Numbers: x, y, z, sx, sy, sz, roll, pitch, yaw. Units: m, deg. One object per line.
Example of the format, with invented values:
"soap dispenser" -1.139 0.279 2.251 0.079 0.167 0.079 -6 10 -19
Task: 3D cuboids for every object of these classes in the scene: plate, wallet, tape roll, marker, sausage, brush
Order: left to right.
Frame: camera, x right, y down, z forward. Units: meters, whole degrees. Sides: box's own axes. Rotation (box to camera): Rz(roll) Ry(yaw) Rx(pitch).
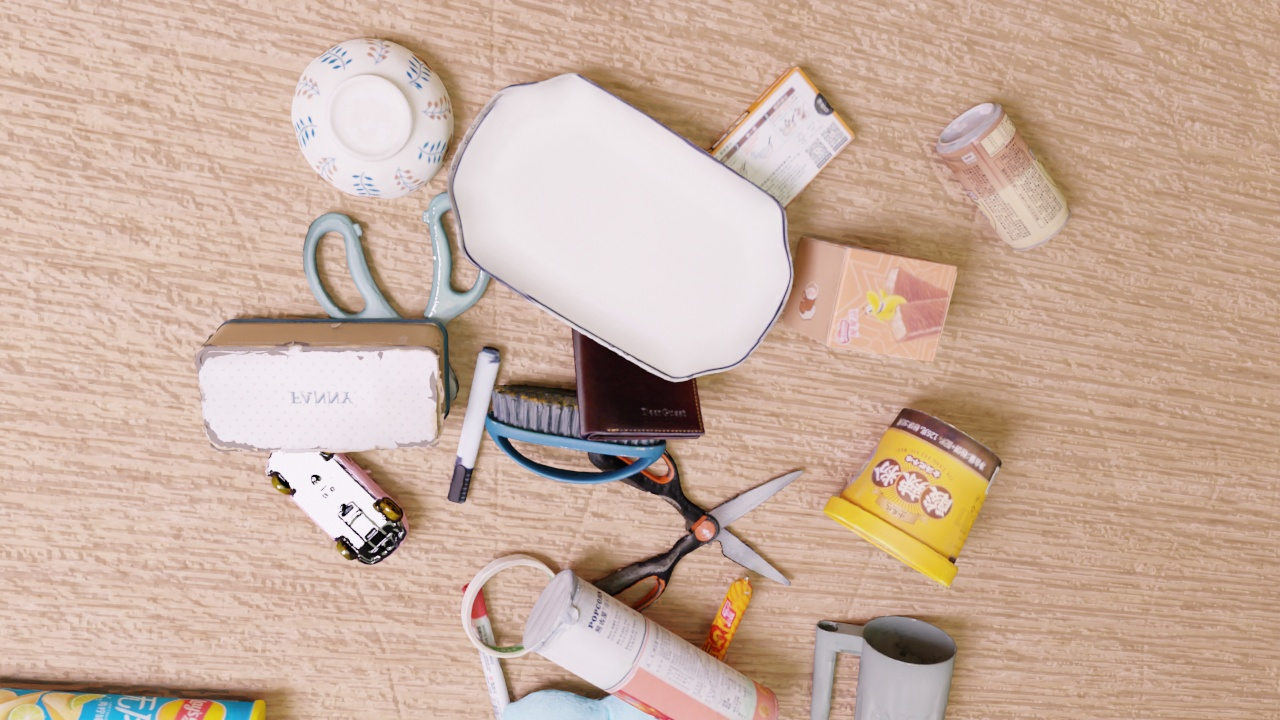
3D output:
"marker" -0.133 0.052 0.729 0.018 0.022 0.131 14 101 -5
"marker" -0.128 0.256 0.781 0.017 0.017 0.145 -13 106 -9
"tape roll" -0.106 0.205 0.764 0.085 0.014 0.086 -5 101 -27
"brush" -0.051 0.061 0.723 0.144 0.055 0.073 9 101 -4
"plate" -0.013 -0.097 0.688 0.265 0.034 0.162 30 94 -7
"wallet" -0.004 0.004 0.708 0.096 0.020 0.122 0 63 -14
"sausage" 0.064 0.258 0.812 0.021 0.021 0.165 16 107 -16

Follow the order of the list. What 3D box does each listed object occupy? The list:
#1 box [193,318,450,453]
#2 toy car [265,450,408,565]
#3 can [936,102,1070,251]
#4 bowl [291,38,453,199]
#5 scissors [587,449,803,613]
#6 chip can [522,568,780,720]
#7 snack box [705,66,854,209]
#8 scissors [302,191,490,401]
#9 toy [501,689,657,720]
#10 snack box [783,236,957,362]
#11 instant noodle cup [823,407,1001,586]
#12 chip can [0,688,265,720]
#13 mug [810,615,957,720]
"box" -0.221 0.017 0.671 0.184 0.062 0.090 1 112 -10
"toy car" -0.233 0.105 0.713 0.056 0.037 0.122 -43 95 -1
"can" 0.299 -0.150 0.755 0.058 0.058 0.116 -43 108 0
"bowl" -0.187 -0.170 0.643 0.113 0.062 0.113 -3 103 -13
"scissors" 0.035 0.148 0.788 0.233 0.021 0.221 43 92 -17
"chip can" 0.012 0.255 0.756 0.214 0.071 0.071 34 94 -14
"snack box" 0.091 -0.150 0.726 0.154 0.026 0.075 -46 107 1
"scissors" -0.191 -0.046 0.695 0.172 0.019 0.177 8 103 -15
"toy" -0.041 0.330 0.798 0.156 0.050 0.161 -43 106 -1
"snack box" 0.180 -0.051 0.735 0.094 0.093 0.077 7 102 -14
"instant noodle cup" 0.236 0.112 0.778 0.118 0.118 0.114 34 87 -17
"chip can" -0.404 0.290 0.701 0.210 0.071 0.071 9 101 -13
"mug" 0.220 0.298 0.842 0.124 0.083 0.103 5 104 14
